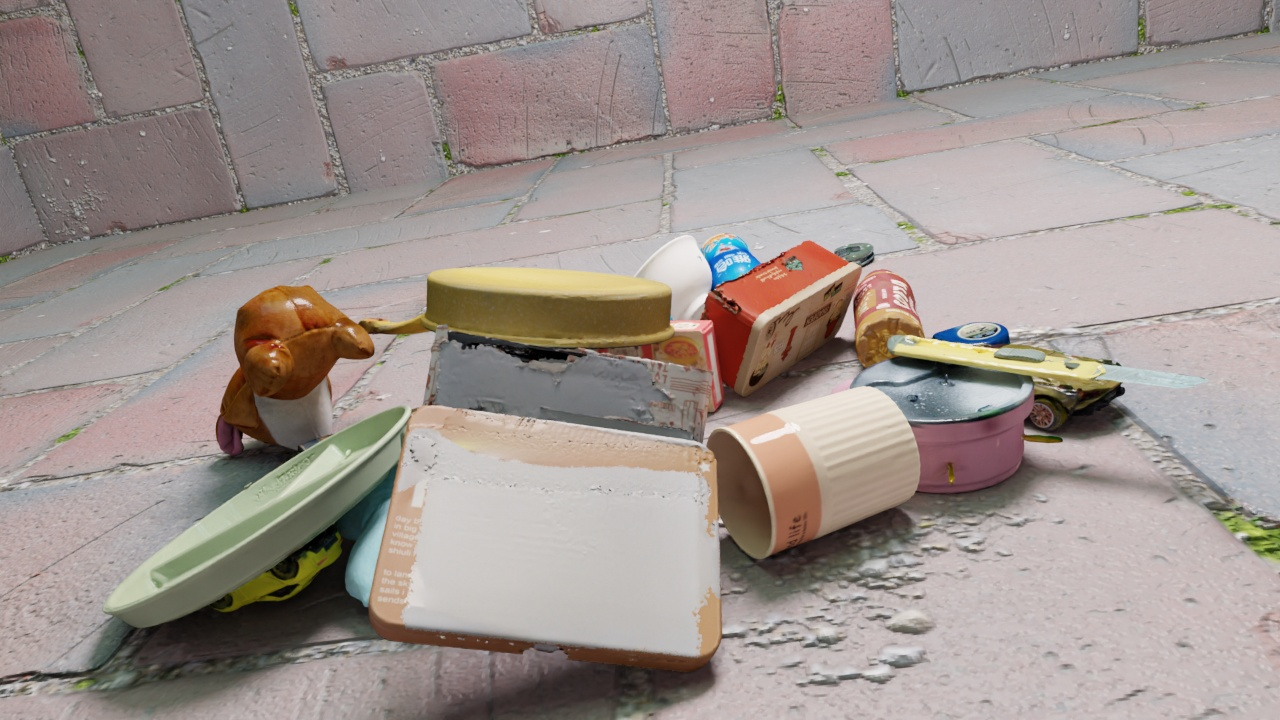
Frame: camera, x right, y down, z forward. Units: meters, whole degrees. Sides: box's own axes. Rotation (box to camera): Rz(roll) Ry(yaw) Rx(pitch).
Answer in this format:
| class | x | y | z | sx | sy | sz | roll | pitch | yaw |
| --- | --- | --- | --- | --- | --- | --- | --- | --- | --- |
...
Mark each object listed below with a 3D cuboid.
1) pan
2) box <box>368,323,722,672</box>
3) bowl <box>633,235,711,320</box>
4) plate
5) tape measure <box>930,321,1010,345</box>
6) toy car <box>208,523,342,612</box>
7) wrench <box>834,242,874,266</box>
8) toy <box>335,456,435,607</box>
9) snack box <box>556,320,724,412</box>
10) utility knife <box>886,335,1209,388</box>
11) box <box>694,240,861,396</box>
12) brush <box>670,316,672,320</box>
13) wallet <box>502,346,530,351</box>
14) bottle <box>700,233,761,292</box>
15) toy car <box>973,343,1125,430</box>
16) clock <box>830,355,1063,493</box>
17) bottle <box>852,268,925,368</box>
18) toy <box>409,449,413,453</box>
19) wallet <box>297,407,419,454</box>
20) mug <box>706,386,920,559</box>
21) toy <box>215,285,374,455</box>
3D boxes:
| class | x | y | z | sx | sy | sz | roll | pitch | yaw |
| --- | --- | --- | --- | --- | --- | --- | --- | --- | --- |
| pan | -0.132 | -0.039 | 0.774 | 0.358 | 0.078 | 0.197 | 12 | 12 | 40 |
| box | -0.047 | 0.059 | 0.550 | 0.179 | 0.134 | 0.270 | 9 | 23 | -8 |
| bowl | 0.040 | -0.066 | 0.971 | 0.065 | 0.119 | 0.118 | 42 | 45 | 19 |
| plate | -0.252 | 0.104 | 0.631 | 0.230 | 0.027 | 0.230 | -30 | 13 | 7 |
| tape measure | 0.283 | -0.013 | 0.776 | 0.058 | 0.025 | 0.054 | -16 | 22 | -5 |
| toy car | -0.241 | 0.140 | 0.605 | 0.105 | 0.032 | 0.048 | -24 | 15 | 20 |
| wrench | 0.207 | -0.094 | 1.055 | 0.056 | 0.016 | 0.272 | -1 | 21 | 36 |
| toy | -0.153 | 0.109 | 0.625 | 0.157 | 0.050 | 0.161 | -5 | 28 | 33 |
| snack box | -0.005 | 0.005 | 0.803 | 0.153 | 0.075 | 0.025 | 1 | 22 | 28 |
| utility knife | 0.252 | 0.002 | 0.600 | 0.205 | 0.021 | 0.030 | 16 | 37 | 39 |
| box | 0.118 | -0.044 | 0.831 | 0.076 | 0.091 | 0.167 | 35 | 42 | 27 |
| brush | -0.080 | 0.002 | 0.880 | 0.254 | 0.046 | 0.083 | -25 | 20 | -21 |
| wallet | -0.097 | -0.044 | 1.047 | 0.107 | 0.037 | 0.129 | 4 | 24 | 34 |
| bottle | 0.107 | -0.091 | 1.023 | 0.065 | 0.065 | 0.218 | -10 | 19 | 1 |
| toy car | 0.278 | 0.013 | 0.688 | 0.070 | 0.042 | 0.158 | -23 | 21 | -33 |
| clock | 0.196 | 0.036 | 0.637 | 0.117 | 0.060 | 0.158 | -18 | 23 | -18 |
| bottle | 0.224 | -0.042 | 0.839 | 0.057 | 0.057 | 0.174 | -6 | 20 | 14 |
| toy | -0.110 | 0.062 | 0.736 | 0.157 | 0.066 | 0.105 | -5 | -12 | 5 |
| wallet | -0.230 | 0.075 | 0.796 | 0.115 | 0.033 | 0.090 | -18 | 19 | -29 |
| mug | 0.101 | 0.070 | 0.580 | 0.105 | 0.081 | 0.115 | -16 | -9 | -19 |
| toy | -0.316 | 0.023 | 0.836 | 0.139 | 0.130 | 0.200 | -22 | -12 | -41 |
